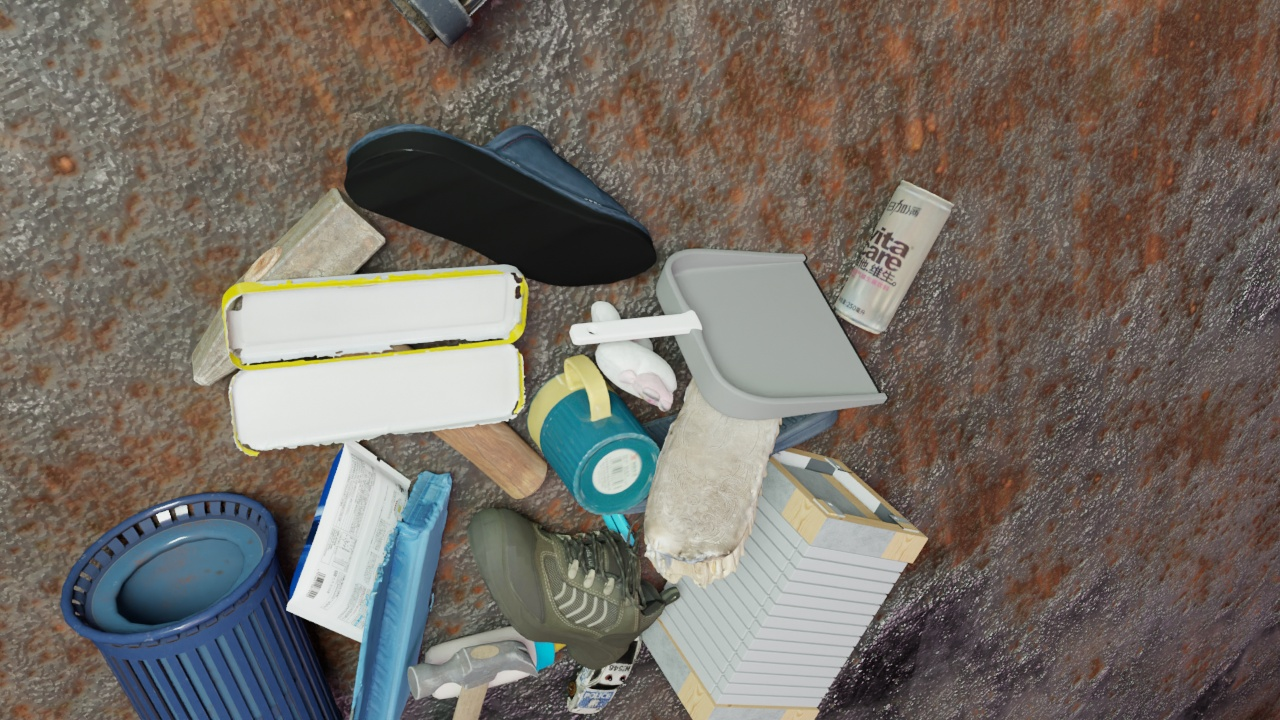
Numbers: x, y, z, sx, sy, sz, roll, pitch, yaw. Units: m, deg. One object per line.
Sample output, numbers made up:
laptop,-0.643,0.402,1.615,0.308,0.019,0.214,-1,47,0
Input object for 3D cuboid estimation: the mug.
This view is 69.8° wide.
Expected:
mug,-0.041,0.055,0.757,0.083,0.107,0.114,-15,122,-18

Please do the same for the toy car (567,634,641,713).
toy car,-0.036,0.327,0.955,0.048,0.040,0.113,16,109,-33

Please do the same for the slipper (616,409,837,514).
slipper,0.070,0.097,0.846,0.263,0.101,0.083,-20,124,-21

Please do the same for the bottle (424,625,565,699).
bottle,-0.129,0.280,0.873,0.146,0.051,0.051,-7,120,-25

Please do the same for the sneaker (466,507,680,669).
sneaker,-0.040,0.191,0.824,0.143,0.101,0.238,-32,133,9

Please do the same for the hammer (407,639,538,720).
hammer,-0.173,0.370,0.867,0.119,0.030,0.332,-8,133,-31

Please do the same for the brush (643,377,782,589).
brush,0.070,0.058,0.742,0.083,0.270,0.057,11,138,14

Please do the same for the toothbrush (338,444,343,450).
toothbrush,-0.230,0.138,0.760,0.016,0.016,0.167,-15,123,-21

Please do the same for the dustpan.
dustpan,0.063,-0.025,0.734,0.257,0.163,0.033,-7,145,-24

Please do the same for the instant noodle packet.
instant noodle packet,-0.219,0.137,0.703,0.026,0.134,0.087,-3,149,23

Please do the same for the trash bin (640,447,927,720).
trash bin,0.136,0.227,0.925,0.142,0.142,0.247,16,108,-34

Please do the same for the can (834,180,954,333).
can,0.233,-0.094,0.851,0.054,0.054,0.136,14,109,-33

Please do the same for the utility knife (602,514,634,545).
utility knife,-0.030,0.142,0.870,0.022,0.015,0.117,-16,126,13

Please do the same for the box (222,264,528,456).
box,-0.181,-0.002,0.651,0.209,0.034,0.130,-7,117,-26

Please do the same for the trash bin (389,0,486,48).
trash bin,-0.079,-0.302,0.506,0.227,0.164,0.164,-43,128,4

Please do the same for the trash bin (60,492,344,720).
trash bin,-0.313,0.240,0.699,0.139,0.139,0.250,-18,125,-19

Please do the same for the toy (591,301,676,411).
toy,-0.004,0.004,0.738,0.076,0.125,0.037,31,110,-34

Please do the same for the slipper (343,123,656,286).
slipper,-0.084,-0.122,0.641,0.109,0.083,0.265,-17,158,34

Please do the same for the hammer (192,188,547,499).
hammer,-0.178,0.026,0.710,0.158,0.037,0.301,-44,128,1

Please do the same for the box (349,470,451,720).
box,-0.201,0.225,0.732,0.033,0.174,0.232,15,114,-2
